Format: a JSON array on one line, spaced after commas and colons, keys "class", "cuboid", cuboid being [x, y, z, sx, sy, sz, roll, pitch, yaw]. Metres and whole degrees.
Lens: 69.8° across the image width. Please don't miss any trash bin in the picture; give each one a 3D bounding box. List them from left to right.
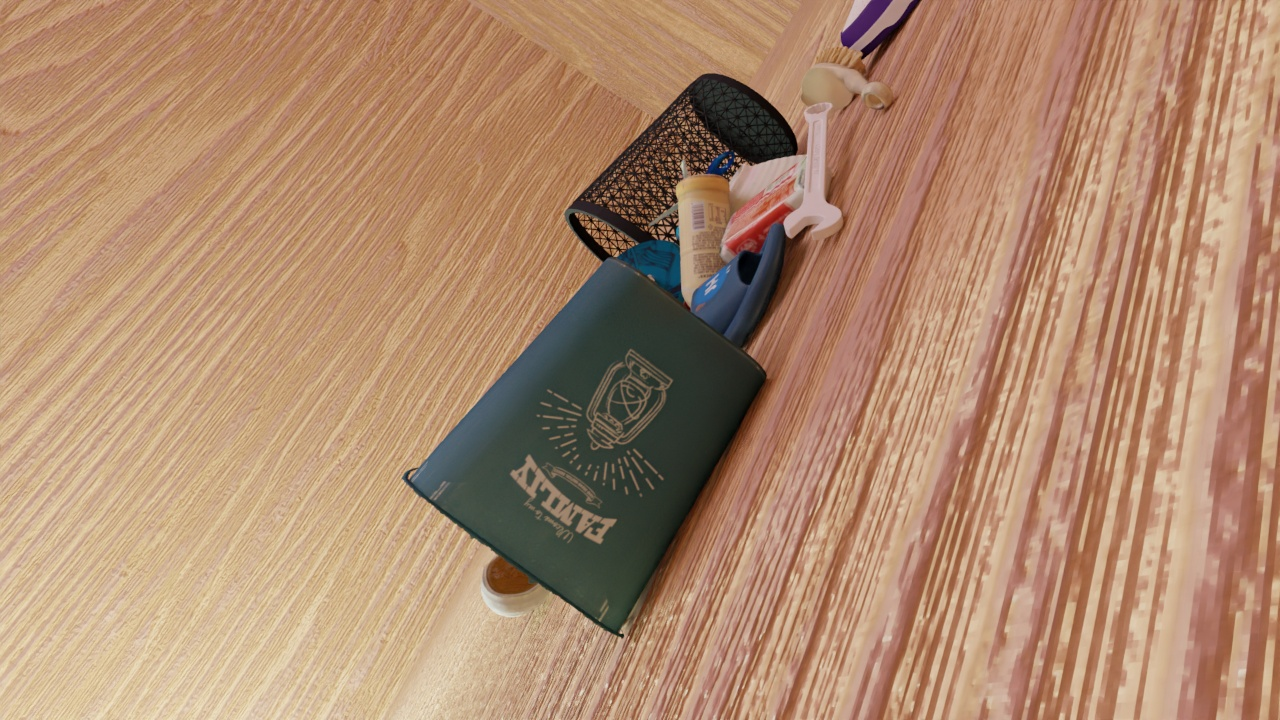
[{"class": "trash bin", "cuboid": [-0.036, 0.057, 0.713, 0.218, 0.196, 0.199, -54, 6, -8]}, {"class": "trash bin", "cuboid": [0.063, -0.215, 1.166, 0.243, 0.217, 0.217, -53, 5, -8]}]

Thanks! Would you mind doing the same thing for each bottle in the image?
[{"class": "bottle", "cuboid": [0.068, -0.107, 0.946, 0.057, 0.056, 0.162, 141, 128, -73]}]

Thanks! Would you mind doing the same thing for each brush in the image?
[{"class": "brush", "cuboid": [0.215, -0.281, 0.933, 0.271, 0.062, 0.077, -90, 25, -71]}]

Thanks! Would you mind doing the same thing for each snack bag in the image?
[{"class": "snack bag", "cuboid": [0.130, -0.143, 0.886, 0.116, 0.036, 0.076, -36, 20, 39]}]

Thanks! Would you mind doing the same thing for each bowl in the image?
[{"class": "bowl", "cuboid": [0.123, -0.168, 1.012, 0.177, 0.071, 0.177, -58, 6, 9]}]

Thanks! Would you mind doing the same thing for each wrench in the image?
[{"class": "wrench", "cuboid": [0.159, -0.178, 0.830, 0.047, 0.009, 0.272, -9, 34, 19]}]

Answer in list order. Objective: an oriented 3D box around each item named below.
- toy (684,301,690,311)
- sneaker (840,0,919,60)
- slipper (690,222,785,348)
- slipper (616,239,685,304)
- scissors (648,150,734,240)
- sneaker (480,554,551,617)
[{"class": "toy", "cuboid": [-0.006, 0.006, 1.007, 0.099, 0.147, 0.215, 78, -148, -55]}, {"class": "sneaker", "cuboid": [0.273, -0.457, 1.001, 0.244, 0.111, 0.091, -59, 6, 5]}, {"class": "slipper", "cuboid": [0.071, -0.036, 0.855, 0.214, 0.059, 0.103, -58, 7, 27]}, {"class": "slipper", "cuboid": [-0.023, -0.017, 0.935, 0.060, 0.118, 0.294, 56, -144, -50]}, {"class": "scissors", "cuboid": [0.059, -0.182, 1.006, 0.133, 0.014, 0.127, -41, -30, -8]}, {"class": "sneaker", "cuboid": [-0.145, 0.273, 1.135, 0.235, 0.087, 0.079, -112, 22, -81]}]
